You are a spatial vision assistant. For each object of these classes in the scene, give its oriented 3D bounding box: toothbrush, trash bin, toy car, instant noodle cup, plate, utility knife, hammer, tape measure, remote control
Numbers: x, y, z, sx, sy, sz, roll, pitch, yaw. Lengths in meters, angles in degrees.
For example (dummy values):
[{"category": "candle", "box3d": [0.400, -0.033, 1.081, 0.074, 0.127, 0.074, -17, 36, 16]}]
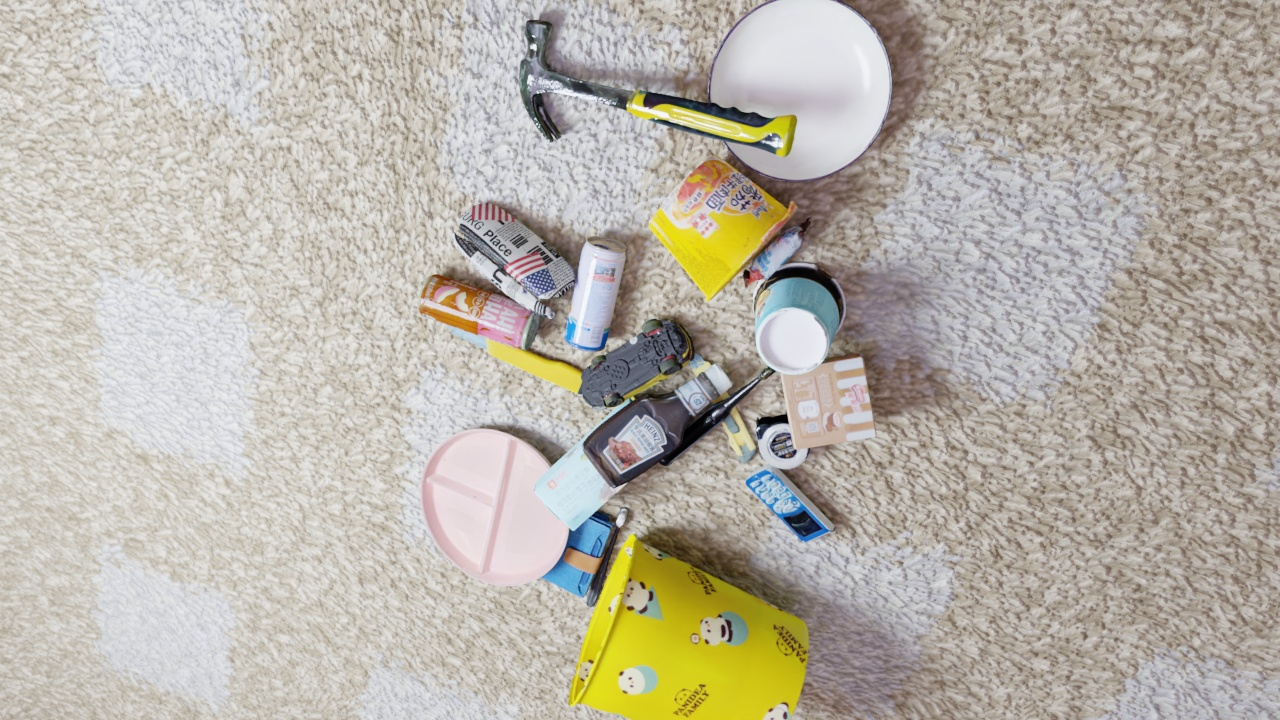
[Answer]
[{"category": "toothbrush", "box3d": [0.094, 0.067, 1.140, 0.026, 0.027, 0.213, 50, 123, 4]}, {"category": "trash bin", "box3d": [0.065, 0.379, 1.196, 0.255, 0.229, 0.230, 22, 116, -2]}, {"category": "toy car", "box3d": [-0.007, 0.007, 1.137, 0.156, 0.041, 0.071, -31, 65, 19]}, {"category": "instant noodle cup", "box3d": [0.175, -0.043, 1.037, 0.111, 0.120, 0.111, 5, 113, 12]}, {"category": "plate", "box3d": [0.169, -0.289, 0.979, 0.192, 0.039, 0.193, 5, 114, 12]}, {"category": "instant noodle cup", "box3d": [0.085, -0.151, 1.013, 0.110, 0.137, 0.138, 45, 115, 2]}, {"category": "utility knife", "box3d": [-0.156, -0.007, 1.190, 0.209, 0.015, 0.033, 24, 117, 0]}, {"category": "hammer", "box3d": [0.011, -0.275, 0.999, 0.323, 0.031, 0.126, 19, 119, 17]}, {"category": "tape measure", "box3d": [0.180, 0.101, 1.146, 0.066, 0.033, 0.066, -6, 109, 18]}, {"category": "remote control", "box3d": [0.192, 0.183, 1.178, 0.125, 0.024, 0.049, 46, 132, -10]}, {"category": "plate", "box3d": [-0.199, 0.200, 1.264, 0.230, 0.028, 0.230, 5, 105, 19]}, {"category": "utility knife", "box3d": [0.103, 0.058, 1.160, 0.031, 0.018, 0.167, -26, 100, 16]}, {"category": "toothbrush", "box3d": [-0.048, 0.281, 1.288, 0.015, 0.018, 0.181, 20, 117, 1]}]

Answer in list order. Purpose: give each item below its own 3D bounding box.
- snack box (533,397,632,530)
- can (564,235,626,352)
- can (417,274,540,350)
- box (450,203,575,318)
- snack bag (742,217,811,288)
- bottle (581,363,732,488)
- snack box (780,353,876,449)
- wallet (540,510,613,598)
[{"category": "snack box", "box3d": [-0.050, 0.131, 1.176, 0.175, 0.051, 0.074, -43, 99, 4]}, {"category": "can", "box3d": [-0.055, -0.080, 1.114, 0.053, 0.053, 0.135, 17, 115, 6]}, {"category": "can", "box3d": [-0.203, -0.061, 1.156, 0.147, 0.057, 0.058, 19, 115, 5]}, {"category": "box", "box3d": [-0.151, -0.126, 1.109, 0.162, 0.076, 0.088, 41, 93, 12]}, {"category": "snack bag", "box3d": [0.158, -0.123, 1.049, 0.026, 0.045, 0.105, 44, 115, -5]}, {"category": "bottle", "box3d": [0.024, 0.074, 1.122, 0.195, 0.044, 0.080, -36, 102, 0]}, {"category": "snack box", "box3d": [0.217, 0.046, 1.071, 0.094, 0.077, 0.093, -10, 92, 9]}, {"category": "wallet", "box3d": [-0.102, 0.259, 1.280, 0.106, 0.040, 0.133, 24, 116, 8]}]
